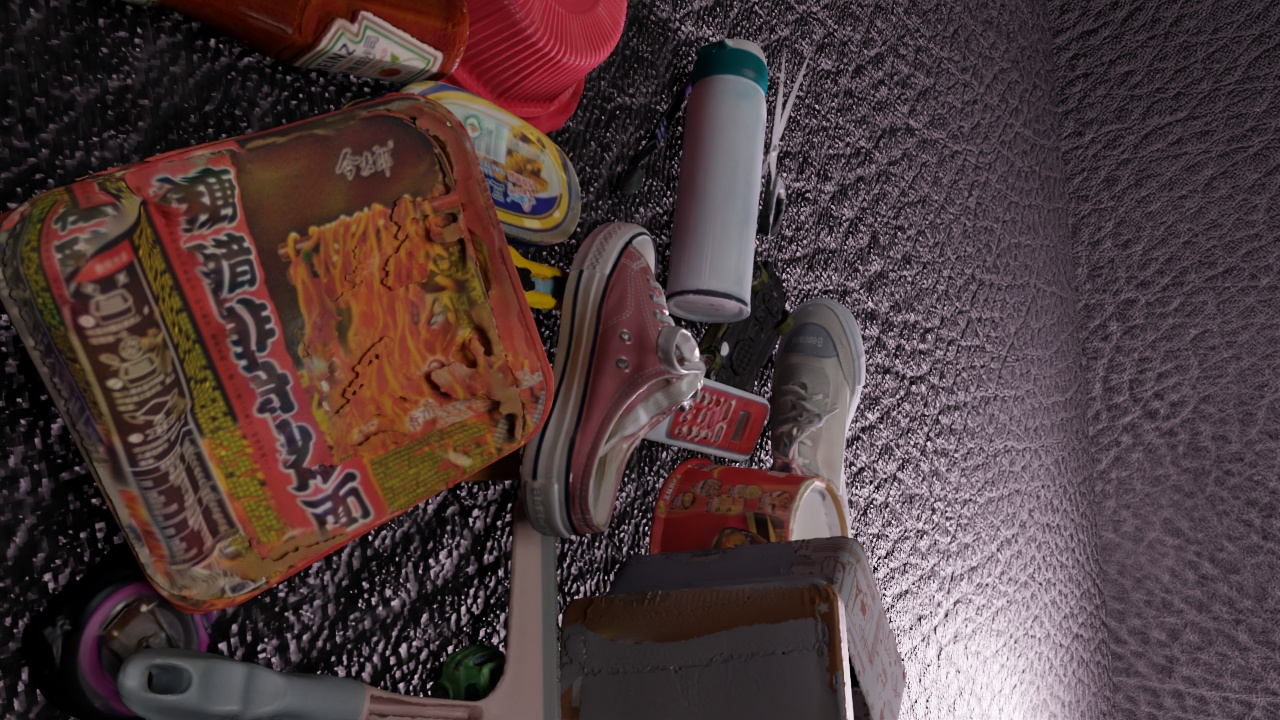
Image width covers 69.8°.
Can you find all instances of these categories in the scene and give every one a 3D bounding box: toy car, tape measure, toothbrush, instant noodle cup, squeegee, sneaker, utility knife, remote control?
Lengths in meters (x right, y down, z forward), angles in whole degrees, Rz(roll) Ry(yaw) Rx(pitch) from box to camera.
[{"bbox_3d":[-0.087,0.202,0.496,0.043,0.036,0.091,1,89,-57],"label":"toy car"},{"bbox_3d":[-0.194,0.106,0.346,0.056,0.039,0.058,-52,127,-45],"label":"tape measure"},{"bbox_3d":[0.019,-0.181,0.713,0.188,0.017,0.014,-63,140,-40],"label":"toothbrush"},{"bbox_3d":[-0.069,-0.236,0.549,0.193,0.066,0.193,9,79,-56],"label":"instant noodle cup"},{"bbox_3d":[-0.118,0.149,0.398,0.249,0.040,0.247,37,44,-53],"label":"squeegee"},{"bbox_3d":[0.140,0.066,0.805,0.090,0.090,0.242,-2,94,-51],"label":"sneaker"},{"bbox_3d":[0.087,0.140,0.692,0.137,0.109,0.138,11,77,-55],"label":"instant noodle cup"},{"bbox_3d":[-0.064,-0.047,0.535,0.164,0.015,0.033,-4,92,-76],"label":"utility knife"},{"bbox_3d":[-0.139,-0.011,0.380,0.188,0.079,0.164,-27,110,-32],"label":"instant noodle cup"},{"bbox_3d":[0.078,-0.015,0.753,0.070,0.042,0.157,52,57,-40],"label":"toy car"},{"bbox_3d":[0.048,0.042,0.696,0.135,0.020,0.056,19,95,-45],"label":"remote control"},{"bbox_3d":[-0.003,0.003,0.558,0.240,0.088,0.118,-78,163,-44],"label":"sneaker"}]

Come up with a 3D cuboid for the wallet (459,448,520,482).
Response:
[{"bbox_3d":[-0.106,0.001,0.492,0.119,0.035,0.130,8,78,-56],"label":"wallet"}]

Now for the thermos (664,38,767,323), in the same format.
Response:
[{"bbox_3d":[0.064,-0.145,0.724,0.073,0.073,0.224,25,67,-52],"label":"thermos"}]

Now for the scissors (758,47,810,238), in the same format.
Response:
[{"bbox_3d":[0.114,-0.176,0.800,0.175,0.014,0.159,-56,151,-17],"label":"scissors"}]

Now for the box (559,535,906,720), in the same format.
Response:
[{"bbox_3d":[0.050,0.205,0.546,0.153,0.183,0.180,66,31,-21],"label":"box"}]

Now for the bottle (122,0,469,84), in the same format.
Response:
[{"bbox_3d":[-0.168,-0.163,0.402,0.205,0.060,0.060,-9,93,-51],"label":"bottle"}]

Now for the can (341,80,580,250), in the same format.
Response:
[{"bbox_3d":[-0.096,-0.102,0.506,0.148,0.049,0.074,15,74,-54],"label":"can"}]
